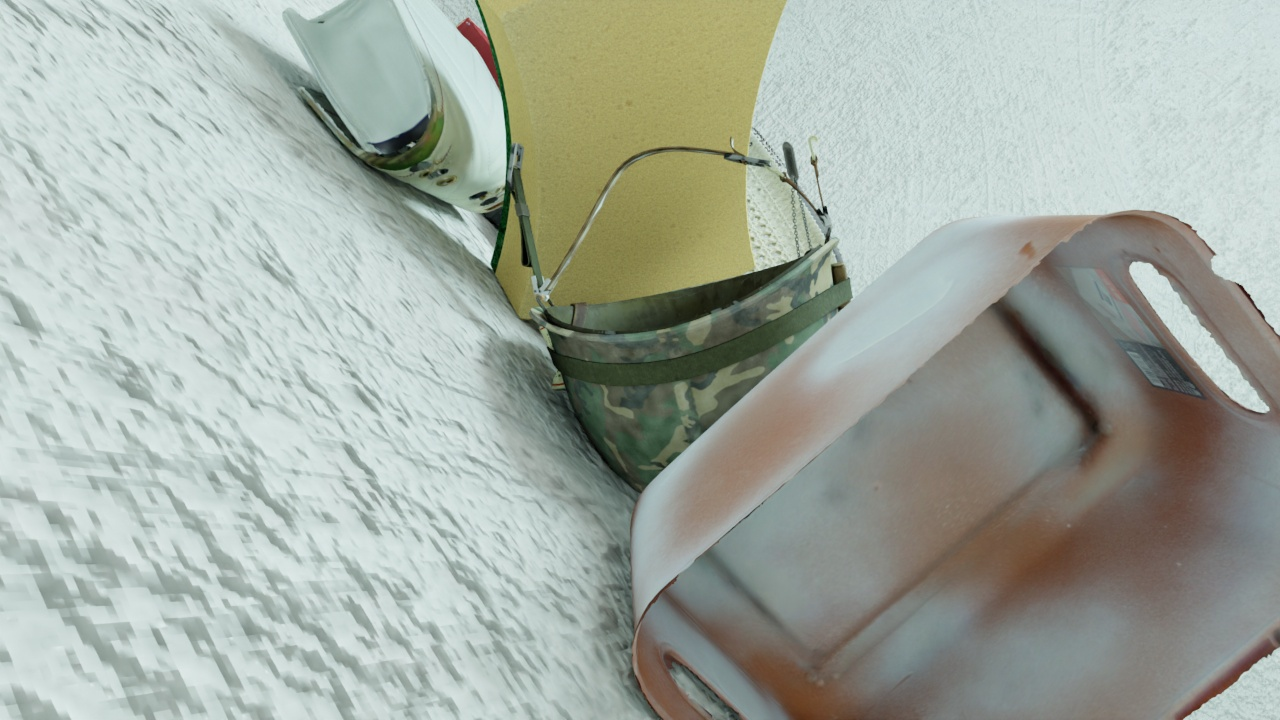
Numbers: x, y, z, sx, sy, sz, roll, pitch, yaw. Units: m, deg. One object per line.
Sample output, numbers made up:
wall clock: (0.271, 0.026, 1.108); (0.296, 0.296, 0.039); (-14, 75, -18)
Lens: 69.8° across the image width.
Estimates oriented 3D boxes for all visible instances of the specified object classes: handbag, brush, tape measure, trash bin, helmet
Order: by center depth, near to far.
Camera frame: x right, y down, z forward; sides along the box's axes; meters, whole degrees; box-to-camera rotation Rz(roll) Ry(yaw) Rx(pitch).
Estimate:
trash bin: (0.131, 0.072, 0.411); (0.181, 0.260, 0.157); (46, 4, -10)
helmet: (0.031, -0.032, 0.568); (0.223, 0.193, 0.236); (-74, 150, -66)
brush: (-0.009, -0.157, 0.652); (0.075, 0.194, 0.251); (-124, -152, -46)
handbag: (-0.164, -0.188, 0.686); (0.142, 0.096, 0.198); (64, 9, 6)
tape measure: (-0.129, -0.149, 0.895); (0.065, 0.036, 0.058); (43, 9, -33)

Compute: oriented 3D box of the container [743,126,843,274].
container: (0.076, -0.094, 0.867); (0.251, 0.143, 0.185); (63, -28, 26)

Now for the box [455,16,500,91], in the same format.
box: (-0.153, -0.233, 0.910); (0.135, 0.117, 0.157); (47, 4, 4)
